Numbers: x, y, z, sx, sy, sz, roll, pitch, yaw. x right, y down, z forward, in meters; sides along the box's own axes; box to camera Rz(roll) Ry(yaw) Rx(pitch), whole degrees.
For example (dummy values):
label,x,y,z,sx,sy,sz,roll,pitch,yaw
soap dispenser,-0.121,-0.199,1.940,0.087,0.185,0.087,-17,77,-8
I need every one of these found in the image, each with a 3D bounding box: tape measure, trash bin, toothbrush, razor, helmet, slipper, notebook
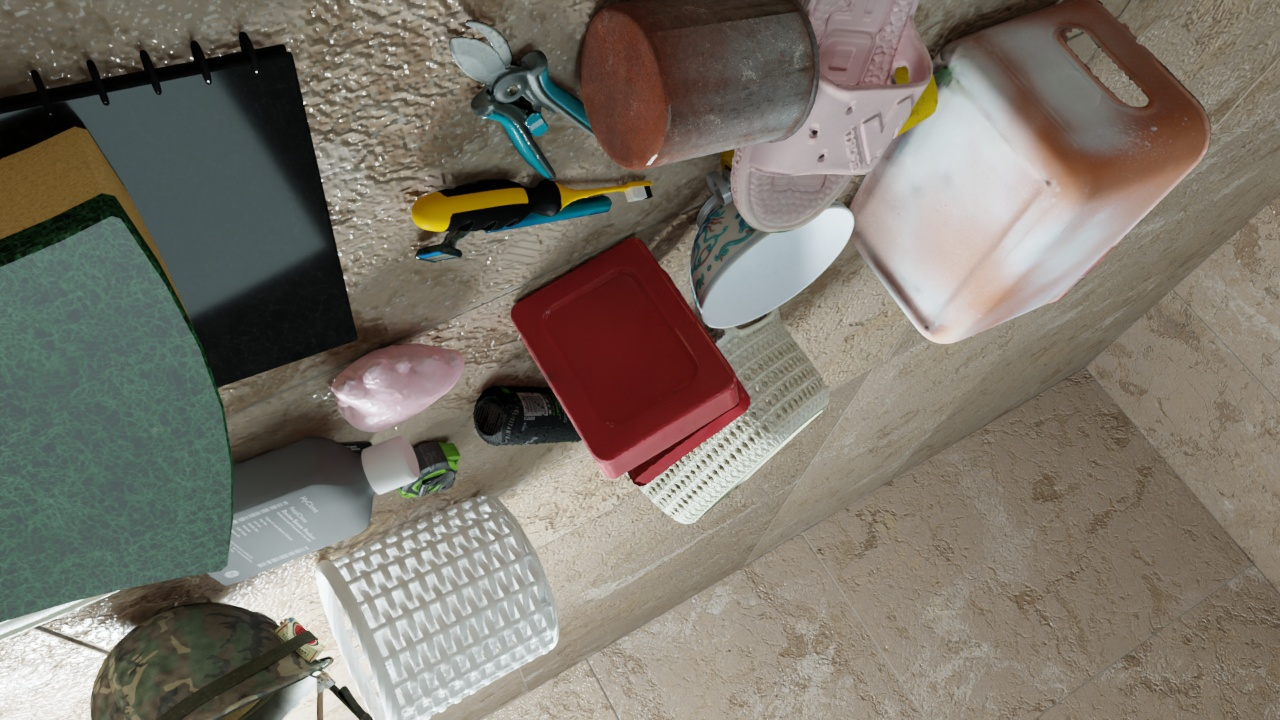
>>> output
label,x,y,z,sx,sy,sz,roll,pitch,yaw
tape measure,-0.196,0.104,0.845,0.058,0.036,0.066,-19,155,-30
trash bin,0.313,-0.153,0.798,0.157,0.181,0.260,-21,157,-22
toothbrush,-0.061,-0.105,0.592,0.196,0.031,0.031,-18,180,-44
razor,-0.078,-0.092,0.607,0.143,0.022,0.042,-23,-166,-34
helmet,-0.364,0.328,0.826,0.192,0.236,0.224,-47,156,-3
slipper,0.128,-0.176,0.552,0.094,0.064,0.240,-4,129,-25
notebook,-0.252,-0.040,0.400,0.231,0.019,0.169,-22,135,-25

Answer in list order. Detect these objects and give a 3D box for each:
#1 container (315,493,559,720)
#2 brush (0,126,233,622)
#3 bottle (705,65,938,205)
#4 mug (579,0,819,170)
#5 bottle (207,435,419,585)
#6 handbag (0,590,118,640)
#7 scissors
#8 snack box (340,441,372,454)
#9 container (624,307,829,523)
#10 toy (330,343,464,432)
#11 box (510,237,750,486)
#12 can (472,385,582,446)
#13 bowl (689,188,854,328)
label,x,y,z,sx,sy,sz,roll,pitch,yaw
container,-0.211,0.258,0.952,0.186,0.189,0.190,-22,156,-28
brush,-0.299,0.034,0.349,0.249,0.075,0.195,-19,135,-28
bottle,0.123,-0.164,0.657,0.164,0.071,0.071,-31,159,-3
mug,0.023,-0.158,0.528,0.110,0.096,0.123,-13,-178,-29
bottle,-0.252,0.103,0.681,0.174,0.046,0.084,-21,141,0
handbag,-0.349,0.070,0.485,0.198,0.096,0.142,-22,140,-24
scissors,-0.064,-0.141,0.518,0.130,0.019,0.151,-19,156,-33
snack box,-0.292,0.122,0.766,0.148,0.025,0.080,-43,157,25
container,0.082,0.060,0.987,0.184,0.143,0.252,-29,164,-50
toy,-0.181,0.017,0.651,0.099,0.052,0.096,-30,166,7
box,-0.009,-0.001,0.716,0.136,0.157,0.117,-37,154,8
can,-0.094,0.051,0.846,0.054,0.054,0.137,-42,157,23
bowl,0.092,-0.100,0.745,0.143,0.074,0.144,-28,158,-12
